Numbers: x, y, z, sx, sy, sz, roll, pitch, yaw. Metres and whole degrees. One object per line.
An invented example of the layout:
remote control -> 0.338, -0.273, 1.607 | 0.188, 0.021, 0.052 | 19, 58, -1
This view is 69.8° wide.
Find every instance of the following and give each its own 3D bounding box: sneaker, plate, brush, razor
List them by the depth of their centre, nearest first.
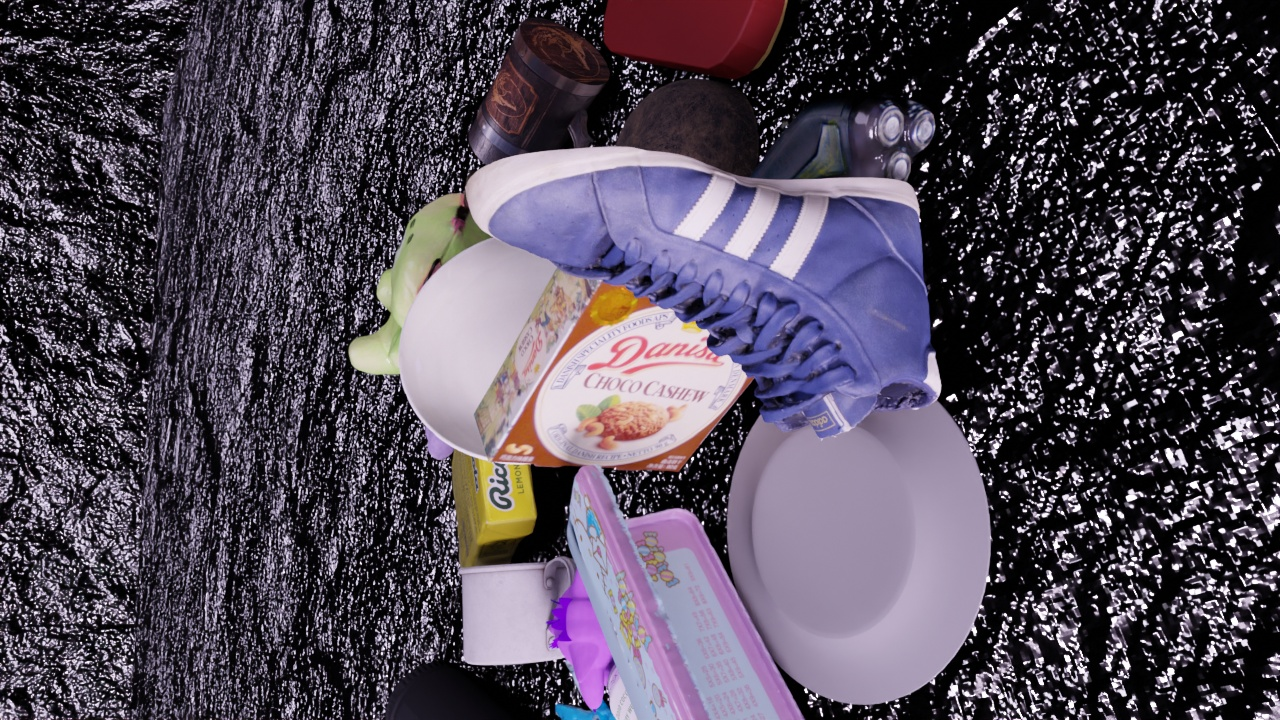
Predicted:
sneaker -> 0.039, -0.020, 0.424 | 0.092, 0.232, 0.118 | -31, 64, 59
plate -> 0.103, 0.089, 0.489 | 0.179, 0.012, 0.178 | -16, 71, 52
razor -> 0.095, -0.098, 0.513 | 0.152, 0.053, 0.067 | -37, 62, 50
brush -> 0.038, -0.238, 0.621 | 0.173, 0.041, 0.082 | 35, 111, 51
plate -> -0.079, -0.008, 0.658 | 0.034, 0.182, 0.182 | 83, 176, -65

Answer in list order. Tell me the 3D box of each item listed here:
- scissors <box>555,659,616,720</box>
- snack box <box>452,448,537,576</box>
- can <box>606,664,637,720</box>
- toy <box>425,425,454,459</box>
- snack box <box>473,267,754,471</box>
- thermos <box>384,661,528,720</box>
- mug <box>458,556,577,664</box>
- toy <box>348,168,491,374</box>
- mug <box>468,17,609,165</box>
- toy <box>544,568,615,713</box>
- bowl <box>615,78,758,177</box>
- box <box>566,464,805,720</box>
scissors -> -0.019, 0.244, 0.629 | 0.140, 0.013, 0.118 | 51, 124, 48
snack box -> -0.119, 0.100, 0.730 | 0.181, 0.045, 0.121 | 117, 145, -58
can -> 0.024, 0.216, 0.536 | 0.101, 0.054, 0.055 | 40, 115, 50
toy -> -0.168, 0.051, 0.838 | 0.080, 0.036, 0.099 | -53, 17, 2
snack box -> -0.003, 0.003, 0.542 | 0.147, 0.143, 0.041 | -55, 43, 31
thermos -> -0.133, 0.298, 0.708 | 0.199, 0.086, 0.086 | 10, 91, 54
mug -> -0.081, 0.181, 0.666 | 0.113, 0.084, 0.070 | -18, 71, 46
toy -> -0.190, -0.065, 0.847 | 0.197, 0.107, 0.149 | -28, 40, 47
mug -> -0.075, -0.198, 0.751 | 0.116, 0.079, 0.107 | 51, 129, 14
toy -> -0.034, 0.169, 0.587 | 0.088, 0.056, 0.106 | 87, -177, -70
bowl -> 0.017, -0.134, 0.616 | 0.121, 0.056, 0.121 | -16, 71, 52
box -> 0.034, 0.149, 0.484 | 0.091, 0.090, 0.214 | 101, 151, -41
